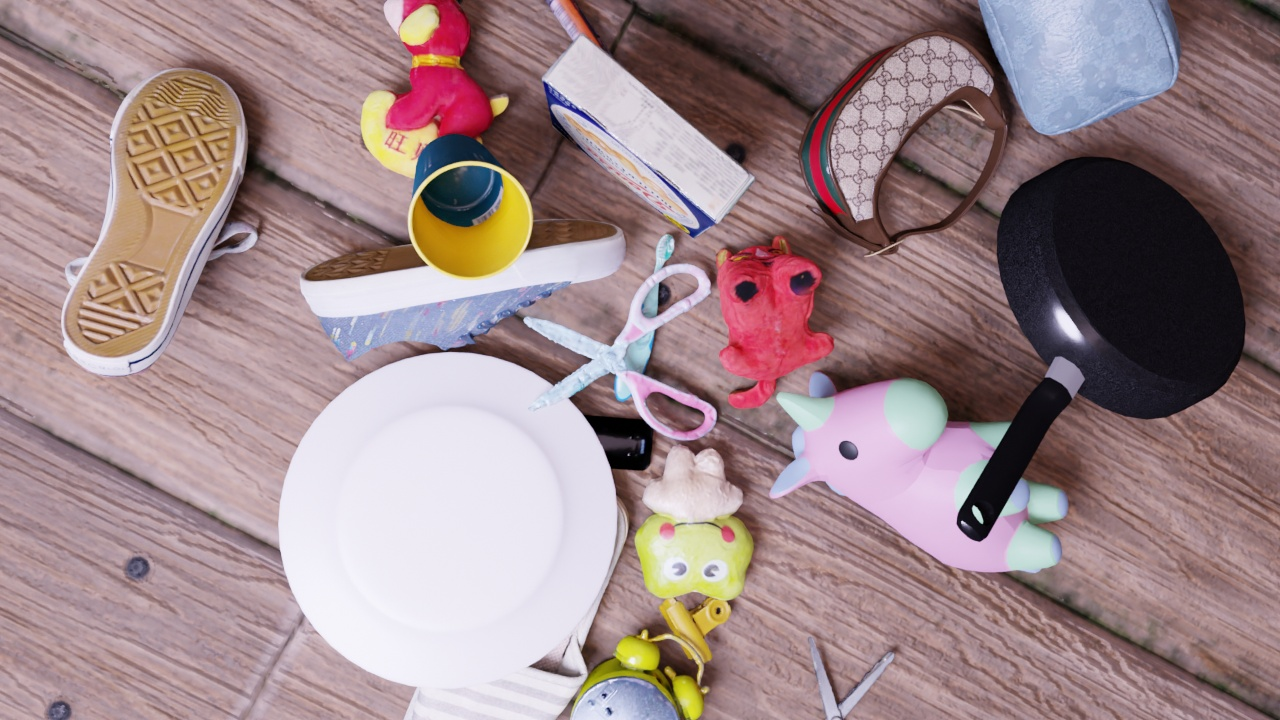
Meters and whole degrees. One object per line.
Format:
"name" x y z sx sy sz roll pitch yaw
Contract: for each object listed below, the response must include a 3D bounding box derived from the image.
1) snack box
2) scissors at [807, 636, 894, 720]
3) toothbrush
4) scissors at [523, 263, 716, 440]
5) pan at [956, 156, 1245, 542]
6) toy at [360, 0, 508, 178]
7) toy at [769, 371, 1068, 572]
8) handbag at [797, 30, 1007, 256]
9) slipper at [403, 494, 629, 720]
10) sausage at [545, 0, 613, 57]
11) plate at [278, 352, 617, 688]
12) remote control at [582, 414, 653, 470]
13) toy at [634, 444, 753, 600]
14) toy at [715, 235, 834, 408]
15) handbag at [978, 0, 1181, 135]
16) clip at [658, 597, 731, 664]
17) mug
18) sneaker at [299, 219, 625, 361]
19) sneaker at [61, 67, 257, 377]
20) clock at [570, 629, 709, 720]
"snack box" 0.003 -0.149 0.643 0.144 0.145 0.042 38 90 -4
"scissors" 0.159 0.301 0.728 0.141 0.014 0.175 -30 94 1
"toothbrush" 0.004 -0.033 0.710 0.022 0.017 0.135 16 90 -15
"scissors" -0.004 -0.013 0.694 0.170 0.014 0.168 25 86 -17
"pan" 0.312 -0.011 0.638 0.204 0.044 0.354 44 60 0
"toy" -0.150 -0.199 0.678 0.105 0.067 0.137 5 99 -10
"toy" 0.208 0.091 0.682 0.222 0.171 0.119 51 49 -32
"handbag" 0.203 -0.159 0.701 0.138 0.063 0.166 43 88 -13
"slipper" -0.095 0.215 0.695 0.114 0.054 0.272 29 89 -8
"sausage" -0.066 -0.281 0.700 0.020 0.020 0.155 -36 93 -2
"plate" -0.136 0.113 0.663 0.242 0.016 0.242 1 84 -7
"remote control" -0.064 0.060 0.701 0.152 0.020 0.041 5 91 -10
"toy" 0.042 0.124 0.703 0.092 0.043 0.118 2 89 -2
"toy" 0.094 -0.028 0.701 0.088 0.094 0.133 -3 119 -11
"handbag" 0.319 -0.274 0.680 0.122 0.118 0.192 -22 105 37
"clip" 0.046 0.204 0.712 0.048 0.045 0.054 -29 91 22
"mug" -0.121 -0.112 0.627 0.078 0.121 0.078 -7 118 -13
"sneaker" -0.123 -0.048 0.675 0.235 0.087 0.079 -11 116 -5
"sneaker" -0.341 -0.094 0.655 0.118 0.088 0.240 13 66 -15
"clock" -0.002 0.260 0.693 0.083 0.057 0.119 43 93 -1
